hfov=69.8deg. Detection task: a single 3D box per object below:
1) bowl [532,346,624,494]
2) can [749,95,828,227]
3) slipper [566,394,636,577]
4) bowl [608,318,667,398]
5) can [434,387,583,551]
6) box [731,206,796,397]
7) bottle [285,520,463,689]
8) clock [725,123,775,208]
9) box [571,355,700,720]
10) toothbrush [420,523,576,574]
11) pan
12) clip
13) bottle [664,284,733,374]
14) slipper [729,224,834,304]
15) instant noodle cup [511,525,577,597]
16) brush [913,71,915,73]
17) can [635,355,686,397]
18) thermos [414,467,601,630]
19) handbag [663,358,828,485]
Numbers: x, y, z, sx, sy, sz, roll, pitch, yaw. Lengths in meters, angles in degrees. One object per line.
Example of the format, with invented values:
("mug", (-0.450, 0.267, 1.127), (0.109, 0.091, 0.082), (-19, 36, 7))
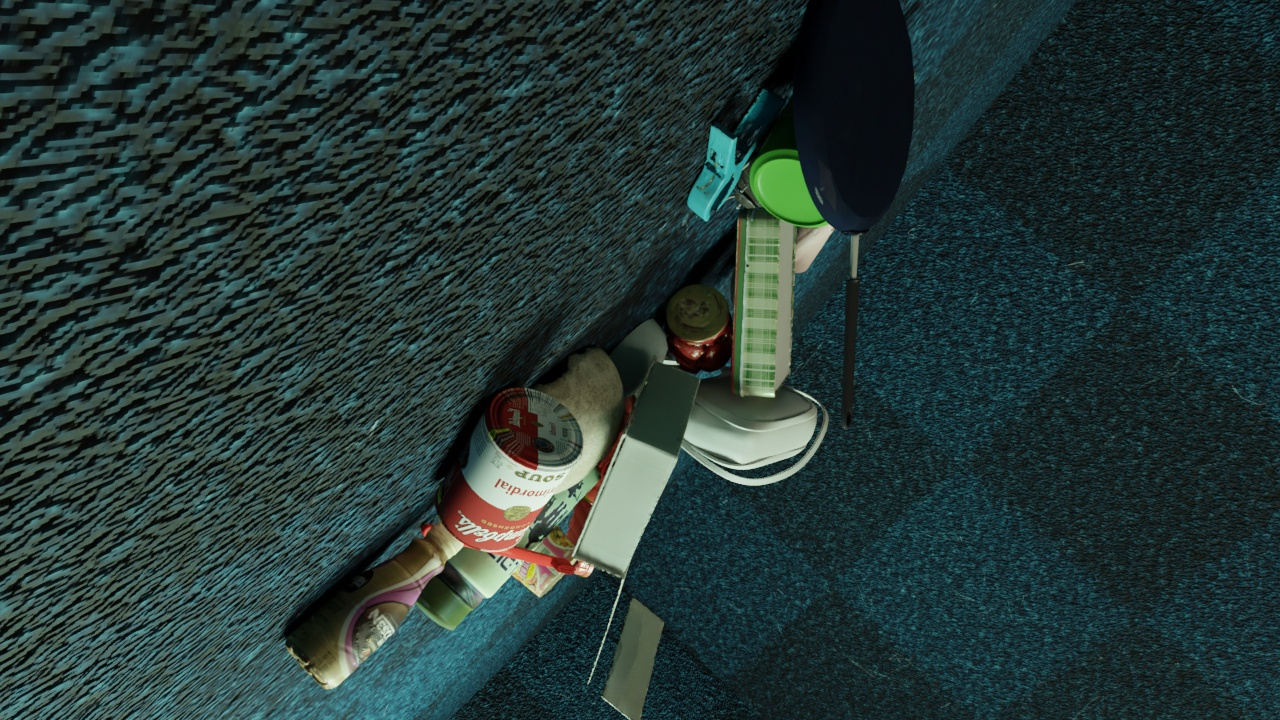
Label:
("bowl", (-0.073, 0.076, 0.895), (0.178, 0.081, 0.178), (-45, 171, -10))
("can", (0.155, -0.188, 0.767), (0.143, 0.083, 0.083), (-60, 177, -29))
("slipper", (-0.063, 0.143, 1.111), (0.103, 0.059, 0.249), (-133, -123, -63))
("bowl", (-0.006, 0.006, 1.019), (0.106, 0.039, 0.106), (-46, 170, -11))
("can", (-0.111, 0.092, 0.768), (0.086, 0.086, 0.117), (-34, 163, -54))
("box", (0.139, -0.068, 1.018), (0.117, 0.051, 0.206), (-38, 131, -67))
("bottle", (-0.224, 0.205, 0.796), (0.165, 0.059, 0.060), (-43, 168, -30))
("clock", (0.130, -0.183, 0.866), (0.122, 0.044, 0.091), (-44, 169, -22))
("box", (-0.016, 0.193, 0.990), (0.165, 0.098, 0.369), (-66, 172, -60))
("toothbrush", (-0.137, 0.194, 0.931), (0.212, 0.018, 0.012), (29, 90, -47))
("pan", (0.169, -0.119, 0.709), (0.198, 0.021, 0.356), (-14, 108, -52))
("clip", (0.064, -0.157, 0.748), (0.102, 0.027, 0.120), (-39, 166, -31))
("bottle", (0.075, -0.031, 1.047), (0.099, 0.099, 0.111), (-46, 161, -12))
("slipper", (0.182, -0.142, 1.109), (0.222, 0.055, 0.106), (-47, -153, 38))
("instant noodle cup", (-0.133, 0.217, 1.083), (0.097, 0.108, 0.098), (-45, 170, -11))
("brush", (0.222, -0.253, 0.955), (0.135, 0.055, 0.075), (-44, 164, -20))
("can", (0.019, 0.062, 1.239), (0.127, 0.073, 0.128), (-46, 170, -11))
("thermos", (-0.149, 0.182, 0.986), (0.231, 0.082, 0.082), (-46, 170, -15))
("handbag", (0.093, 0.052, 1.110), (0.215, 0.223, 0.096), (-8, 119, -45))
